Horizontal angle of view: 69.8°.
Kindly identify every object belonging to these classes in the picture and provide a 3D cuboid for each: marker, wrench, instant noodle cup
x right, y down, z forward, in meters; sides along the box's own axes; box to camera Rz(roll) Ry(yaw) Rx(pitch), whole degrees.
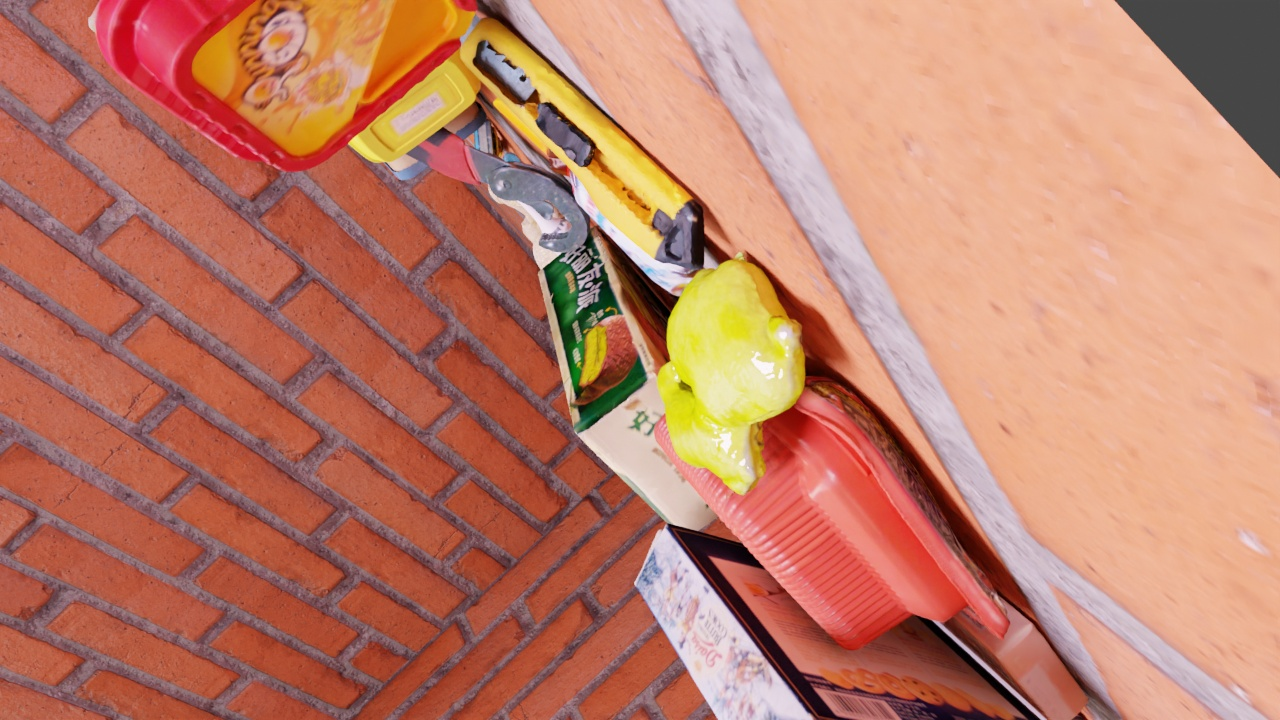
[{"bbox_3d":[-0.032,-0.103,0.490,0.124,0.015,0.018,44,179,12],"label":"marker"},{"bbox_3d":[-0.157,-0.151,0.639,0.273,0.056,0.016,26,-140,-12],"label":"wrench"},{"bbox_3d":[-0.139,-0.151,0.317,0.123,0.116,0.116,49,179,9],"label":"instant noodle cup"},{"bbox_3d":[0.079,0.064,0.464,0.164,0.079,0.189,48,179,-24],"label":"instant noodle cup"}]

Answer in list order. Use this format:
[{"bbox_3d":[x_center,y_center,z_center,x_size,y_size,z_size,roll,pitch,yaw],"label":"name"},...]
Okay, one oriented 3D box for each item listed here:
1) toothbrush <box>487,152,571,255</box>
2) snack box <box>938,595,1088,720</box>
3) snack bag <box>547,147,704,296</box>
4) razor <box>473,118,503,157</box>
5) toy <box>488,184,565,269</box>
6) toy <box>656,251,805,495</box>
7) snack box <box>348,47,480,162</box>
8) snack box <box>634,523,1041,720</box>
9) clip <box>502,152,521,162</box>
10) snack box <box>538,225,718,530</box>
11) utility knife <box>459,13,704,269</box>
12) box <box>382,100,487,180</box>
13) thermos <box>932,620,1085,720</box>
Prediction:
[{"bbox_3d":[-0.048,-0.085,0.729,0.221,0.026,0.026,42,-149,-32],"label":"toothbrush"},{"bbox_3d":[0.177,0.134,0.530,0.084,0.026,0.157,48,178,-31],"label":"snack box"},{"bbox_3d":[-0.002,-0.063,0.404,0.104,0.026,0.048,48,170,12],"label":"snack bag"},{"bbox_3d":[-0.139,-0.192,0.832,0.132,0.028,0.043,-142,45,-76],"label":"razor"},{"bbox_3d":[-0.076,-0.100,0.774,0.105,0.066,0.157,19,155,36],"label":"toy"},{"bbox_3d":[0.032,0.005,0.367,0.097,0.031,0.100,25,125,55],"label":"toy"},{"bbox_3d":[-0.161,-0.184,0.580,0.080,0.091,0.082,54,180,13],"label":"snack box"},{"bbox_3d":[0.109,0.163,0.482,0.177,0.046,0.182,20,-171,-23],"label":"snack box"},{"bbox_3d":[-0.105,-0.166,0.833,0.055,0.013,0.034,47,179,-12],"label":"clip"},{"bbox_3d":[-0.004,0.004,0.631,0.114,0.063,0.239,48,-170,-28],"label":"snack box"},{"bbox_3d":[-0.039,-0.102,0.379,0.015,0.033,0.190,-22,-120,-44],"label":"utility knife"},{"bbox_3d":[-0.192,-0.211,0.718,0.184,0.089,0.063,48,173,43],"label":"box"},{"bbox_3d":[0.204,0.199,0.652,0.073,0.073,0.224,48,178,-37],"label":"thermos"}]
